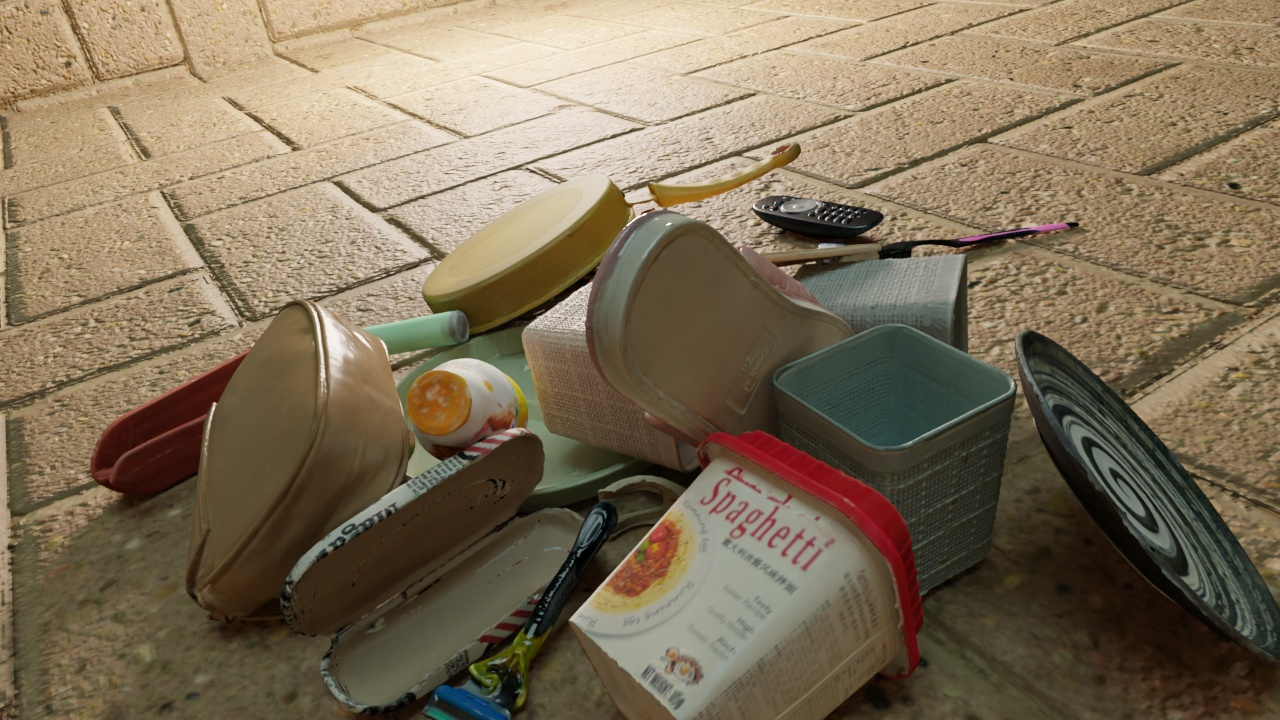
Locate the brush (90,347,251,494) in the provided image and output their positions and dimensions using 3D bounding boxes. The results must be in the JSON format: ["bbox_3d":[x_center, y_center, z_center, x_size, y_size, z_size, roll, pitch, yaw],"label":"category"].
[{"bbox_3d":[-0.315,0.046,0.655,0.145,0.063,0.069,-34,25,-35],"label":"brush"}]

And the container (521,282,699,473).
[{"bbox_3d":[-0.003,0.003,0.567,0.111,0.090,0.089,9,34,35],"label":"container"}]

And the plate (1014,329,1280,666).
[{"bbox_3d":[0.230,0.061,0.429,0.024,0.179,0.179,-44,15,29],"label":"plate"}]

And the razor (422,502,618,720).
[{"bbox_3d":[-0.050,0.128,0.465,0.043,0.022,0.142,16,50,25],"label":"razor"}]

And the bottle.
[{"bbox_3d":[-0.103,0.030,0.533,0.063,0.063,0.108,-7,-9,3],"label":"bottle"}]

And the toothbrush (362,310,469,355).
[{"bbox_3d":[-0.242,-0.011,0.750,0.225,0.027,0.026,-9,69,19],"label":"toothbrush"}]

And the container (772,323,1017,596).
[{"bbox_3d":[0.127,0.056,0.472,0.089,0.112,0.090,-21,32,-22],"label":"container"}]

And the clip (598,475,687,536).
[{"bbox_3d":[0.017,0.084,0.531,0.098,0.035,0.099,10,30,26],"label":"clip"}]

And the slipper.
[{"bbox_3d":[0.049,-0.001,0.486,0.054,0.114,0.274,21,-3,35],"label":"slipper"}]

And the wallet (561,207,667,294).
[{"bbox_3d":[-0.028,-0.108,0.882,0.119,0.035,0.130,-12,30,6],"label":"wallet"}]

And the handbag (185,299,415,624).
[{"bbox_3d":[-0.205,0.056,0.560,0.148,0.099,0.204,-48,33,9],"label":"handbag"}]

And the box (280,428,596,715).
[{"bbox_3d":[-0.100,0.103,0.479,0.161,0.085,0.075,-32,33,-31],"label":"box"}]

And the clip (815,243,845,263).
[{"bbox_3d":[0.166,-0.097,0.818,0.024,0.028,0.056,7,23,22],"label":"clip"}]

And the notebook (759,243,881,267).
[{"bbox_3d":[0.069,-0.073,0.711,0.149,0.012,0.211,-6,4,-12],"label":"notebook"}]

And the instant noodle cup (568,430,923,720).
[{"bbox_3d":[0.045,0.113,0.407,0.124,0.117,0.116,-38,40,-23],"label":"instant noodle cup"}]

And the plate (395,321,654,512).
[{"bbox_3d":[-0.072,0.033,0.650,0.230,0.027,0.229,-7,30,4],"label":"plate"}]

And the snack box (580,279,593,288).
[{"bbox_3d":[0.002,-0.021,0.666,0.141,0.034,0.086,12,35,27],"label":"snack box"}]

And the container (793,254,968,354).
[{"bbox_3d":[0.156,-0.016,0.616,0.114,0.090,0.090,3,31,24],"label":"container"}]

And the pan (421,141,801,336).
[{"bbox_3d":[-0.023,-0.122,0.803,0.357,0.078,0.197,-32,24,-2],"label":"pan"}]

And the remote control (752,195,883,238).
[{"bbox_3d":[0.169,-0.136,0.881,0.136,0.024,0.053,20,42,41],"label":"remote control"}]

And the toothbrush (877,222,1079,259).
[{"bbox_3d":[0.299,-0.105,0.810,0.189,0.018,0.014,-9,31,-7],"label":"toothbrush"}]
